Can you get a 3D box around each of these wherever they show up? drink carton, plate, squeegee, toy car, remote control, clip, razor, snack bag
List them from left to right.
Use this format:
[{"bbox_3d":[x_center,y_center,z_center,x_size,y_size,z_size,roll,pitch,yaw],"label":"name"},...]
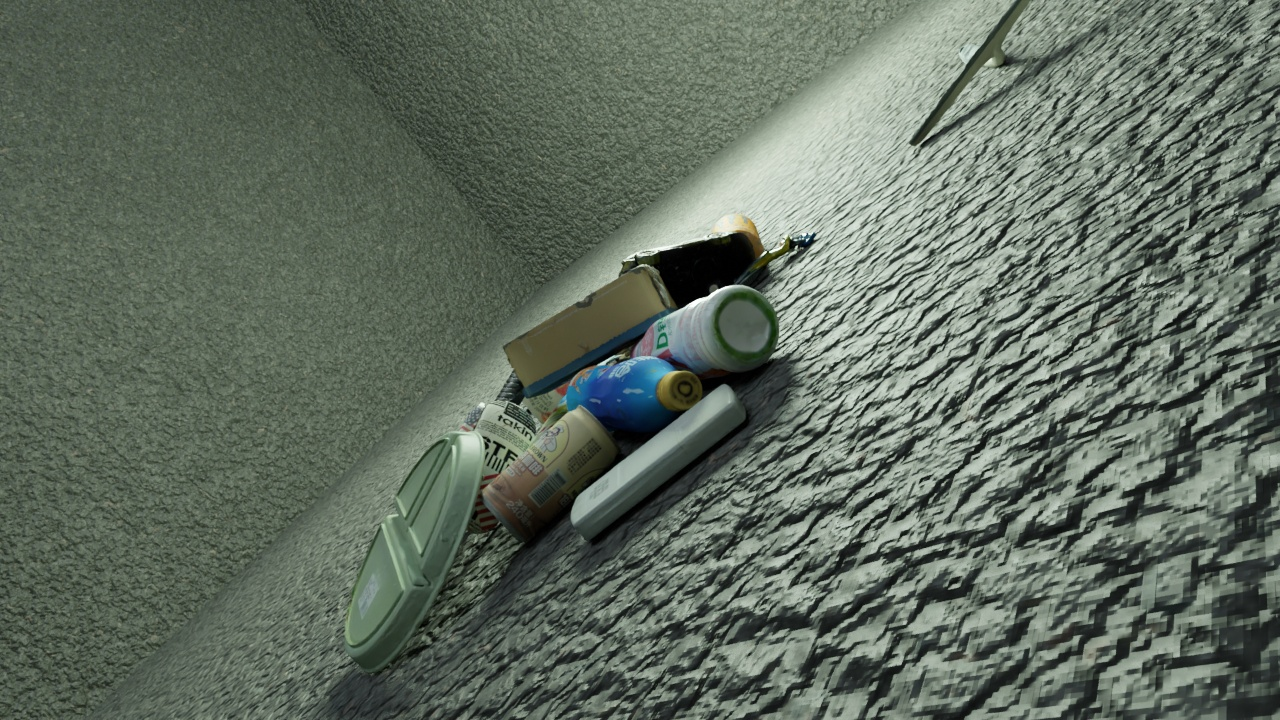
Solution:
[{"bbox_3d":[-0.207,0.164,0.825,0.231,0.027,0.229,-49,23,29],"label":"plate"},{"bbox_3d":[-0.077,0.064,0.958,0.111,0.039,0.190,-61,0,31],"label":"snack bag"},{"bbox_3d":[-0.088,0.024,1.140,0.123,0.053,0.045,-35,11,24],"label":"drink carton"},{"bbox_3d":[-0.003,0.009,0.942,0.035,0.072,0.100,-36,6,19],"label":"clip"},{"bbox_3d":[0.012,0.074,0.663,0.150,0.021,0.058,-39,11,8],"label":"remote control"},{"bbox_3d":[0.051,-0.093,0.977,0.158,0.070,0.042,-15,21,-19],"label":"toy car"},{"bbox_3d":[0.121,-0.093,0.970,0.143,0.022,0.042,-41,9,0],"label":"razor"},{"bbox_3d":[0.388,-0.345,1.033,0.247,0.039,0.246,-55,-1,20],"label":"squeegee"}]

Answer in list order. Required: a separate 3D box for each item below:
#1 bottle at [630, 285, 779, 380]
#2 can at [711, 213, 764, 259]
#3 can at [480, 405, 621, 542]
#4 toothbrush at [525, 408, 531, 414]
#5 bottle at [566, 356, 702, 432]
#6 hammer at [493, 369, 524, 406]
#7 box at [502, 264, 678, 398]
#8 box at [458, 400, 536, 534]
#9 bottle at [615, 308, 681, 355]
[{"bbox_3d":[0.044,-0.015,0.791,0.068,0.068,0.197,-44,10,-20],"label":"bottle"},{"bbox_3d":[0.112,-0.135,1.074,0.058,0.058,0.145,-38,11,13],"label":"can"},{"bbox_3d":[-0.076,0.096,0.780,0.116,0.058,0.058,-43,11,-11],"label":"can"},{"bbox_3d":[-0.144,0.063,1.195,0.190,0.016,0.014,-50,-29,9],"label":"toothbrush"},{"bbox_3d":[-0.005,0.031,0.787,0.065,0.065,0.219,-44,12,-18],"label":"bottle"},{"bbox_3d":[-0.181,0.095,1.067,0.129,0.033,0.299,-19,37,48],"label":"hammer"},{"bbox_3d":[-0.052,-0.025,0.910,0.184,0.062,0.089,-31,-4,13],"label":"box"},{"bbox_3d":[-0.171,0.115,0.951,0.087,0.075,0.161,-42,23,44],"label":"box"},{"bbox_3d":[0.020,-0.066,1.041,0.068,0.068,0.189,-29,9,47],"label":"bottle"}]
